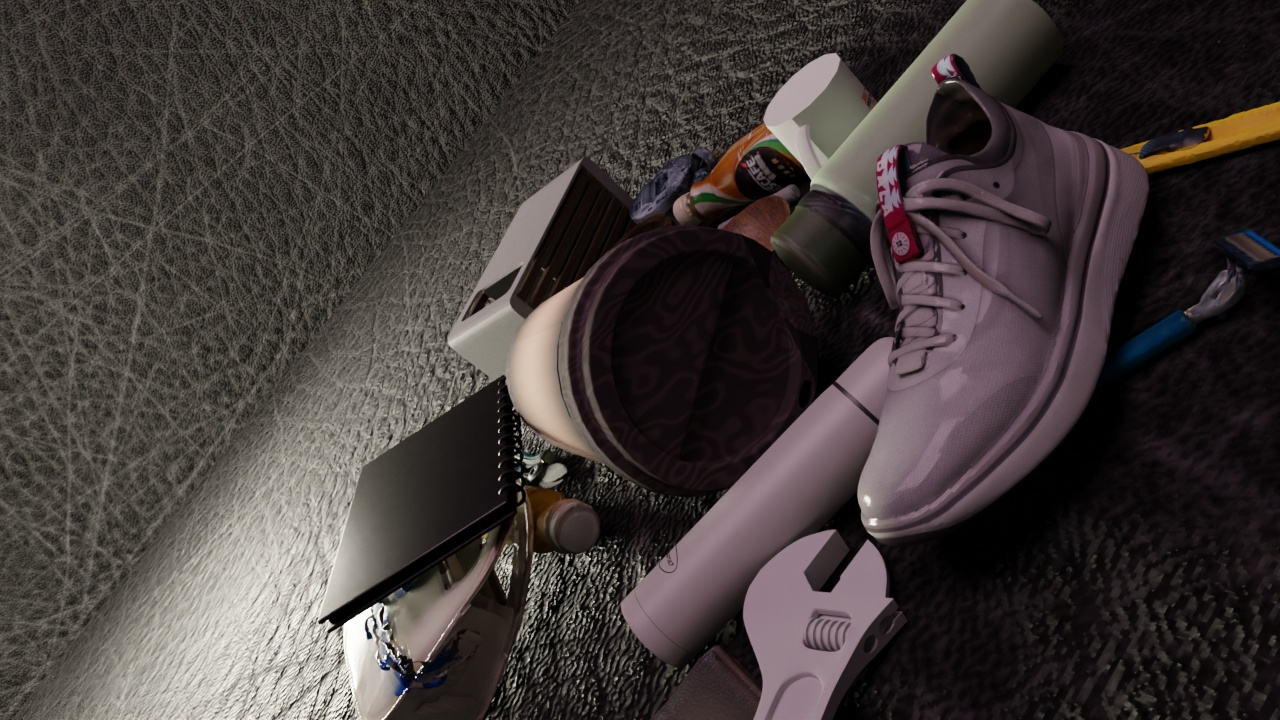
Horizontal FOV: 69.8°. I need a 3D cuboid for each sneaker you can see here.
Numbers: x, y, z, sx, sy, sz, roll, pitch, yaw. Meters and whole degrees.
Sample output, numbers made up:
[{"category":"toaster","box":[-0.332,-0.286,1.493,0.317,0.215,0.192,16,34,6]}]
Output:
[{"category":"sneaker","box":[0.155,-0.037,0.452,0.262,0.128,0.097,-59,10,-23]}]

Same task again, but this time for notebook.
[{"category":"notebook","box":[-0.167,0.099,0.736,0.169,0.019,0.231,-33,22,5]}]

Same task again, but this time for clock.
[{"category":"clock","box":[0.045,-0.177,0.961,0.130,0.052,0.090,-39,26,25]}]

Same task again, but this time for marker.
[{"category":"marker","box":[0.091,-0.127,0.855,0.141,0.016,0.016,-25,34,44]}]

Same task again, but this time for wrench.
[{"category":"wrench","box":[0.048,0.188,0.416,0.087,0.018,0.272,-8,37,45]}]

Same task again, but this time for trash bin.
[{"category":"trash bin","box":[-0.090,-0.087,0.989,0.115,0.114,0.228,-25,34,44]}]

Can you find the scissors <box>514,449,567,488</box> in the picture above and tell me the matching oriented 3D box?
[{"category":"scissors","box":[-0.106,0.102,0.862,0.132,0.019,0.148,-41,25,21]}]

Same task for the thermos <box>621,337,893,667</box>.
[{"category":"thermos","box":[0.082,0.080,0.527,0.224,0.052,0.052,-47,24,7]}]

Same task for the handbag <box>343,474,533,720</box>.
[{"category":"handbag","box":[-0.155,0.170,0.703,0.199,0.093,0.201,-61,30,6]}]

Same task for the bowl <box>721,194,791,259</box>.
[{"category":"bowl","box":[0.094,-0.092,0.785,0.102,0.026,0.114,-40,25,21]}]

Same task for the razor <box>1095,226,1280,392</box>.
[{"category":"razor","box":[0.231,-0.005,0.433,0.144,0.022,0.042,-44,10,25]}]

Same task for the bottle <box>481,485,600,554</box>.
[{"category":"bottle","box":[-0.095,0.130,0.761,0.186,0.053,0.053,-5,50,57]}]

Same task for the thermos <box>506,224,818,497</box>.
[{"category":"thermos","box":[-0.004,0.004,0.662,0.172,0.172,0.227,-58,19,-16]}]

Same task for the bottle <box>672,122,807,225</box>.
[{"category":"bottle","box":[0.098,-0.174,0.856,0.168,0.059,0.059,-28,32,41]}]

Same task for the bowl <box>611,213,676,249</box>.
[{"category":"bowl","box":[0.005,-0.076,0.880,0.121,0.056,0.121,-39,26,23]}]

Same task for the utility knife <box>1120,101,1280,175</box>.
[{"category":"utility knife","box":[0.287,-0.112,0.501,0.030,0.018,0.207,-52,19,-27]}]

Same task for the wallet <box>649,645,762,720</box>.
[{"category":"wallet","box":[0.027,0.214,0.461,0.120,0.031,0.099,-50,26,-5]}]

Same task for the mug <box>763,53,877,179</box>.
[{"category":"mug","box":[0.152,-0.173,0.724,0.074,0.089,0.105,-25,34,44]}]

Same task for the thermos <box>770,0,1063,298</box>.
[{"category":"thermos","box":[0.190,-0.146,0.643,0.231,0.082,0.082,-49,24,2]}]
